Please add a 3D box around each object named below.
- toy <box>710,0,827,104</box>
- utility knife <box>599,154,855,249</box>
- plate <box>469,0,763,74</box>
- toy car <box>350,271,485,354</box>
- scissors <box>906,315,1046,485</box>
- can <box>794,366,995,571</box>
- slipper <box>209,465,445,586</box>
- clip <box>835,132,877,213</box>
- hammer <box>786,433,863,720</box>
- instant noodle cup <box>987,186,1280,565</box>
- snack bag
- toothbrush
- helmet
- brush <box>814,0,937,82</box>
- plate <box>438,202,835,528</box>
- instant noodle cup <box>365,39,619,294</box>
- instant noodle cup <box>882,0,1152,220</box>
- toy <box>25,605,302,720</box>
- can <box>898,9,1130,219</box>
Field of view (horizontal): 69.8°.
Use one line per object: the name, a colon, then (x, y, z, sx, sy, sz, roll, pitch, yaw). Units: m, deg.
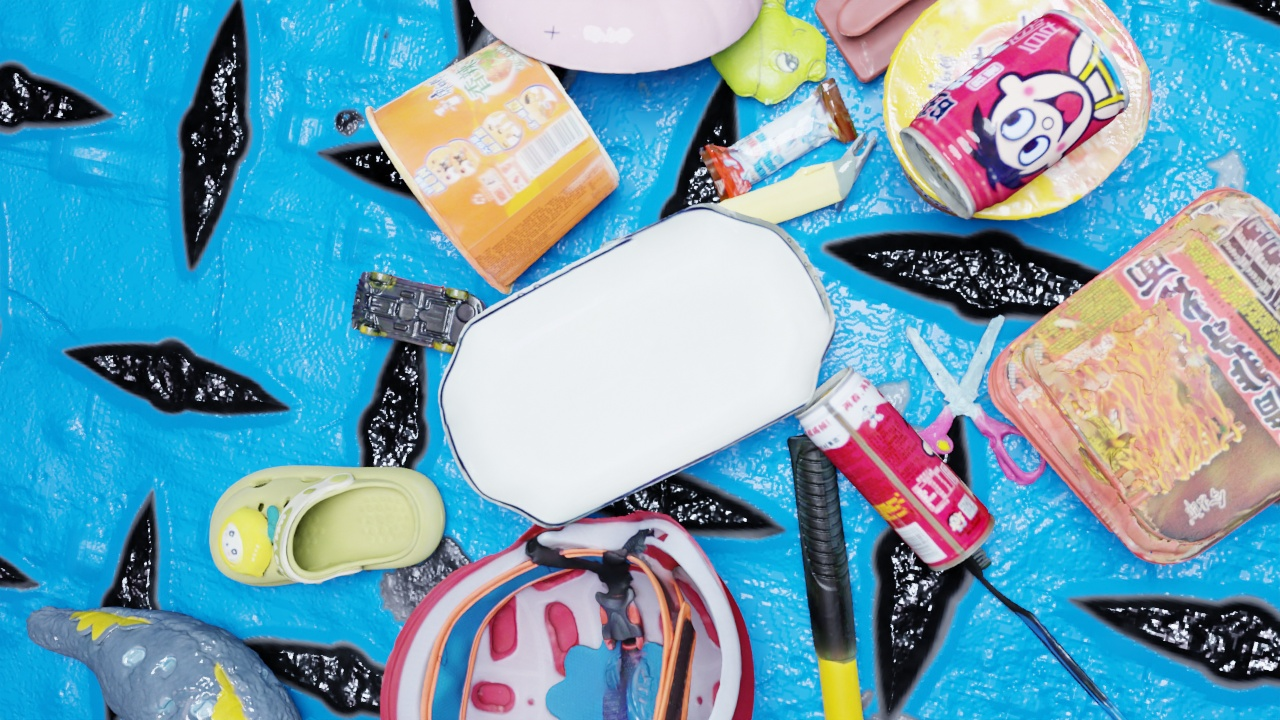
toy: (0.079, -0.222, 0.630, 0.097, 0.031, 0.100, 1, 87, 12)
utility knife: (0.057, -0.098, 0.631, 0.190, 0.020, 0.031, -16, 101, 18)
plate: (-0.015, -0.256, 0.587, 0.192, 0.039, 0.192, 1, 52, -1)
toy car: (-0.164, -0.035, 0.684, 0.106, 0.031, 0.049, 12, 94, 13)
scissors: (0.220, 0.035, 0.611, 0.130, 0.017, 0.133, 24, 97, 11)
can: (0.161, 0.068, 0.588, 0.053, 0.053, 0.133, -43, 89, 9)
slipper: (-0.243, 0.122, 0.680, 0.191, 0.081, 0.091, -7, 87, 9)
clip: (0.141, -0.129, 0.622, 0.043, 0.026, 0.058, 34, 94, 17)
hammer: (0.134, 0.199, 0.624, 0.129, 0.032, 0.300, -7, 90, 12)
instant noodle cup: (0.326, 0.012, 0.557, 0.189, 0.079, 0.164, -39, 83, 9)
snack bag: (0.094, -0.149, 0.630, 0.104, 0.026, 0.048, -25, 101, 12)
toothbrush: (0.272, 0.185, 0.605, 0.016, 0.014, 0.189, -41, 83, -14)
helmet: (-0.033, 0.217, 0.600, 0.240, 0.144, 0.206, -12, 58, 23)
brush: (0.189, -0.245, 0.586, 0.146, 0.069, 0.063, -32, 85, 11)
plate: (-0.004, 0.004, 0.613, 0.266, 0.034, 0.162, -28, 72, 2)
instant noodle cup: (-0.091, -0.136, 0.615, 0.111, 0.151, 0.151, -35, 84, 2)
instant noodle cup: (0.217, -0.147, 0.561, 0.138, 0.109, 0.138, 0, 90, 12)
toy: (-0.329, 0.279, 0.697, 0.356, 0.091, 0.138, 40, 111, 11)
can: (0.191, -0.125, 0.477, 0.094, 0.066, 0.066, -37, 84, 11)
